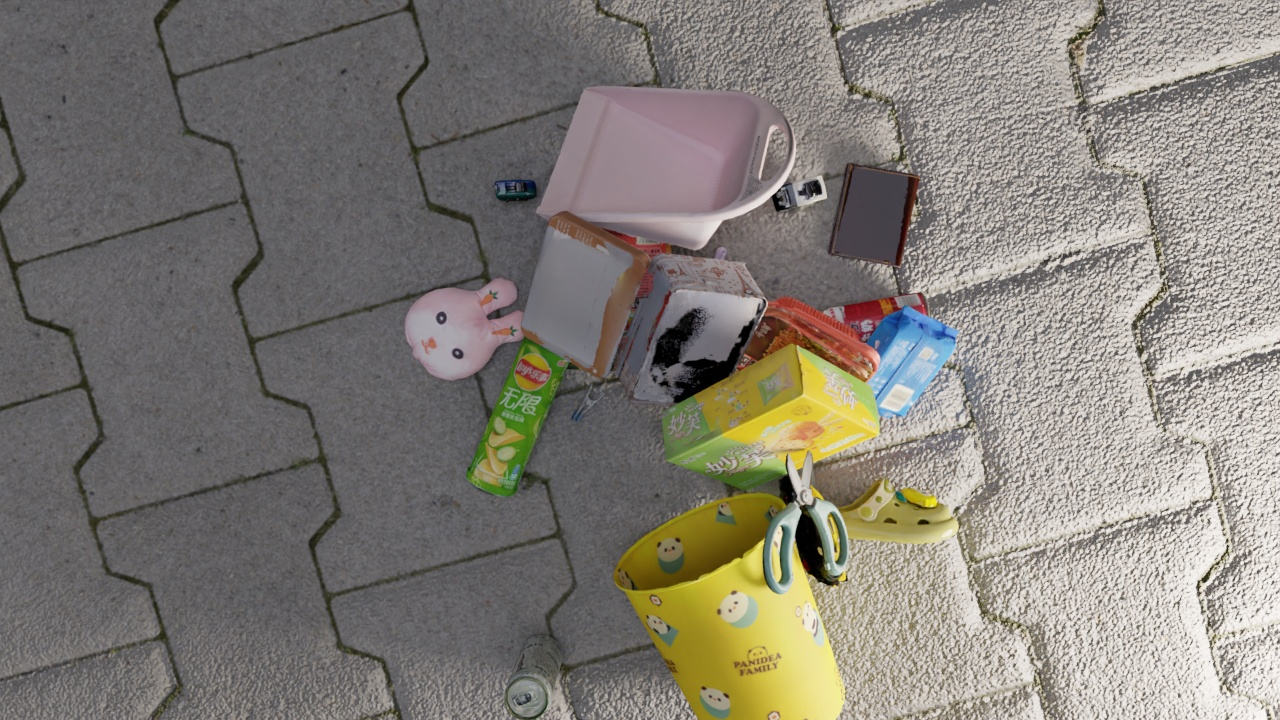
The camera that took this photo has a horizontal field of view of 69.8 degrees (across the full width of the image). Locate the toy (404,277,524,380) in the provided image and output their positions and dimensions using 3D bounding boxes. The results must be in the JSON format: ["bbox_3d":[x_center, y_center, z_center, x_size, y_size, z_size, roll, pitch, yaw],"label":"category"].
[{"bbox_3d":[-0.227,-0.046,1.206,0.159,0.054,0.121,-26,93,-5],"label":"toy"}]

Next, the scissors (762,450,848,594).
[{"bbox_3d":[0.201,0.195,1.072,0.179,0.019,0.172,27,69,-35],"label":"scissors"}]

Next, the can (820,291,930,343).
[{"bbox_3d":[0.301,-0.051,1.186,0.133,0.053,0.053,-10,93,2],"label":"can"}]

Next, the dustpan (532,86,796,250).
[{"bbox_3d":[0.036,-0.256,1.104,0.273,0.139,0.222,17,62,-8],"label":"dustpan"}]

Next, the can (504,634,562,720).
[{"bbox_3d":[-0.136,0.406,1.182,0.058,0.146,0.058,0,94,2],"label":"can"}]

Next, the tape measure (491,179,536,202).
[{"bbox_3d":[-0.162,-0.218,1.188,0.054,0.058,0.025,-3,93,-2],"label":"tape measure"}]

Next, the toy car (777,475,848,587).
[{"bbox_3d":[0.215,0.211,1.139,0.041,0.071,0.156,-23,101,-20],"label":"toy car"}]

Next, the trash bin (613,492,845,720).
[{"bbox_3d":[0.122,0.331,1.140,0.229,0.229,0.255,-24,98,3],"label":"trash bin"}]

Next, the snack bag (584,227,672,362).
[{"bbox_3d":[-0.017,-0.098,1.191,0.128,0.073,0.208,1,99,-10],"label":"snack bag"}]

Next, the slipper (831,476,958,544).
[{"bbox_3d":[0.313,0.193,1.186,0.190,0.091,0.081,1,91,5],"label":"slipper"}]

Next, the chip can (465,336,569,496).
[{"bbox_3d":[-0.158,0.070,1.199,0.072,0.072,0.221,23,94,0],"label":"chip can"}]

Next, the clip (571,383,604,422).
[{"bbox_3d":[-0.072,0.059,1.221,0.029,0.025,0.057,36,88,-5],"label":"clip"}]

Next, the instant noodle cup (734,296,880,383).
[{"bbox_3d":[0.196,-0.004,1.152,0.164,0.189,0.078,28,51,-1],"label":"instant noodle cup"}]

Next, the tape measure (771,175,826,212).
[{"bbox_3d":[0.203,-0.213,1.172,0.066,0.065,0.033,-15,97,5],"label":"tape measure"}]

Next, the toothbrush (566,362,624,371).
[{"bbox_3d":[-0.007,0.007,1.220,0.186,0.012,0.017,2,88,2],"label":"toothbrush"}]

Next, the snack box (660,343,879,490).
[{"bbox_3d":[0.152,0.075,1.090,0.211,0.157,0.070,-31,50,36],"label":"snack box"}]

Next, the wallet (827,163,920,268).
[{"bbox_3d":[0.304,-0.189,1.195,0.096,0.020,0.122,12,95,6],"label":"wallet"}]

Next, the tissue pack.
[{"bbox_3d":[0.323,0.004,1.161,0.095,0.052,0.157,18,120,-19],"label":"tissue pack"}]

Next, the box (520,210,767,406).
[{"bbox_3d":[-0.003,-0.051,1.091,0.274,0.124,0.179,18,124,-6],"label":"box"}]

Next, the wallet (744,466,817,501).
[{"bbox_3d":[0.182,0.144,1.222,0.097,0.019,0.121,-9,92,0],"label":"wallet"}]

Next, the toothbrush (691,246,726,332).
[{"bbox_3d":[0.077,-0.060,1.203,0.029,0.021,0.189,22,87,-36],"label":"toothbrush"}]
